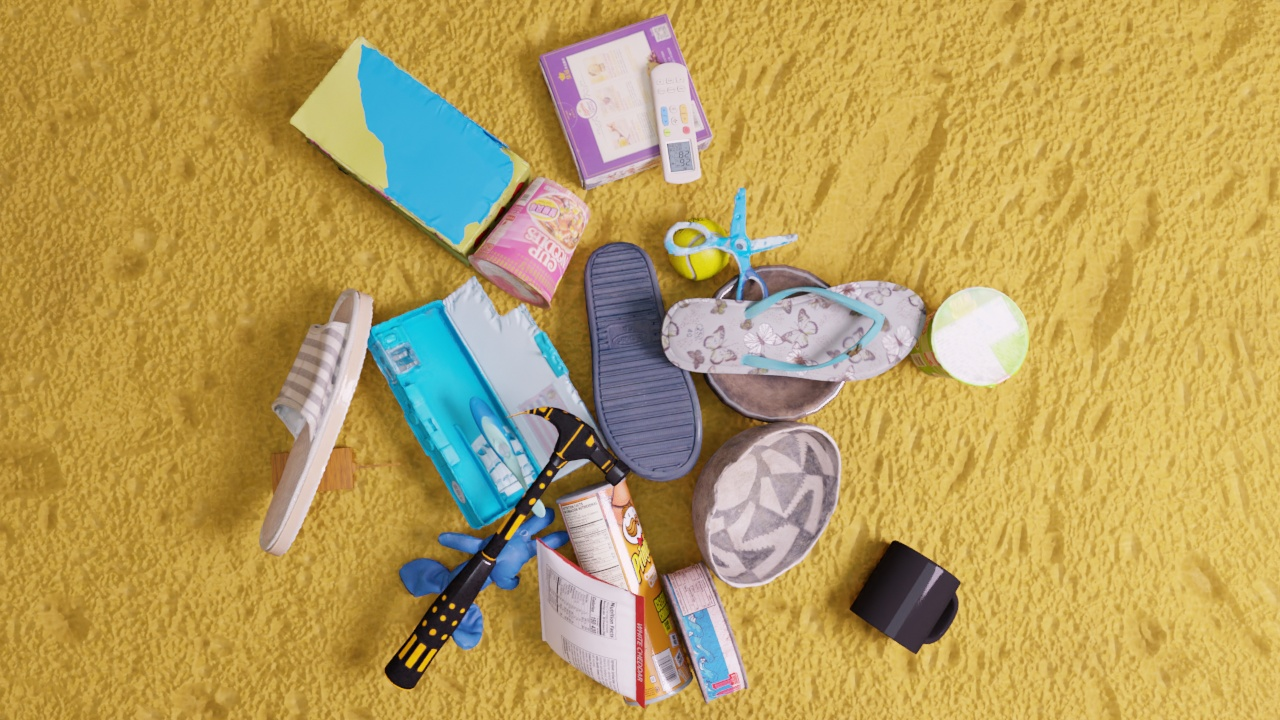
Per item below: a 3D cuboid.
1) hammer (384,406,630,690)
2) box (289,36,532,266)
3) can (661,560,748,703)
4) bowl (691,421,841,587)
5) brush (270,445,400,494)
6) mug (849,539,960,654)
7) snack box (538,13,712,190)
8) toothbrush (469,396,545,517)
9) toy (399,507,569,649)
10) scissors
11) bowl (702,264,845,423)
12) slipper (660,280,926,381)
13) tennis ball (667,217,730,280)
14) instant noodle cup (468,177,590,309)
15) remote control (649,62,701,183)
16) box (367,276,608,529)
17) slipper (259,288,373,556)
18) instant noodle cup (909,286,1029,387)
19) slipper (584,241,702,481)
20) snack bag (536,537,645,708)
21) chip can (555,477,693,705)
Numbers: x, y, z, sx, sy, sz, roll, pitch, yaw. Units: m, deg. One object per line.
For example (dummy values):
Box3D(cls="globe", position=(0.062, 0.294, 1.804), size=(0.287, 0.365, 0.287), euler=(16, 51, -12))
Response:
Box3D(cls="hammer", position=(-0.148, 0.184, 0.877), size=(0.123, 0.036, 0.321), euler=(38, 98, 9))
Box3D(cls="box", position=(-0.230, -0.212, 0.947), size=(0.221, 0.083, 0.124), euler=(36, 85, -3))
Box3D(cls="can", position=(0.063, 0.268, 0.909), size=(0.044, 0.130, 0.130), euler=(-19, 88, -4))
Box3D(cls="bowl", position=(0.115, 0.133, 0.930), size=(0.178, 0.081, 0.179), euler=(-15, 118, -29))
Box3D(cls="brush", position=(-0.317, 0.113, 0.954), size=(0.126, 0.017, 0.048), euler=(-4, 87, -3))
Box3D(cls="mug", position=(0.286, 0.252, 0.955), size=(0.113, 0.078, 0.088), euler=(36, 85, -28))
Box3D(cls="snack box", position=(-0.016, -0.275, 0.978), size=(0.148, 0.040, 0.143), euler=(-20, 88, -4))
Box3D(cls="toothbrush", position=(-0.129, 0.094, 0.893), size=(0.022, 0.017, 0.135), euler=(-31, 87, -5))
Box3D(cls="toy", position=(-0.153, 0.216, 0.935), size=(0.176, 0.071, 0.112), euler=(-30, 78, -4))
Box3D(cls="scissors", position=(0.093, -0.104, 0.919), size=(0.134, 0.011, 0.139), euler=(-9, 87, -5))
Box3D(cls="bowl", position=(0.136, -0.016, 0.957), size=(0.162, 0.070, 0.162), euler=(0, 87, -3))
Box3D(cls="slipper", position=(0.155, -0.023, 0.892), size=(0.268, 0.055, 0.098), euler=(-5, 94, -6))
Box3D(cls="tennis ball", position=(0.061, -0.117, 0.961), size=(0.065, 0.065, 0.065), euler=(0, 87, -3))
Box3D(cls="instant noodle cup", position=(-0.107, -0.124, 0.944), size=(0.097, 0.098, 0.108), euler=(31, 79, -1))
Box3D(cls="remote control", position=(0.036, -0.244, 0.949), size=(0.038, 0.018, 0.125), euler=(-8, 89, -3))
Box3D(cls="box", position=(-0.156, 0.035, 0.938), size=(0.169, 0.086, 0.227), euler=(-30, 89, -6))
Box3D(cls="slipper", position=(-0.328, 0.055, 0.903), size=(0.054, 0.115, 0.272), euler=(22, 75, -35))
Box3D(cls="instant noodle cup", position=(0.329, -0.020, 0.948), size=(0.099, 0.108, 0.099), euler=(0, 87, -3))
Box3D(cls="slipper", position=(-0.006, 0.006, 0.951), size=(0.101, 0.083, 0.263), euler=(-11, 68, -4))
Box3D(cls="snack bag", position=(-0.052, 0.254, 0.891), size=(0.039, 0.144, 0.131), euler=(-24, 123, -43))
Box3D(cls="chip can", position=(-0.016, 0.232, 0.934), size=(0.075, 0.075, 0.215), euler=(-19, 88, -4))
